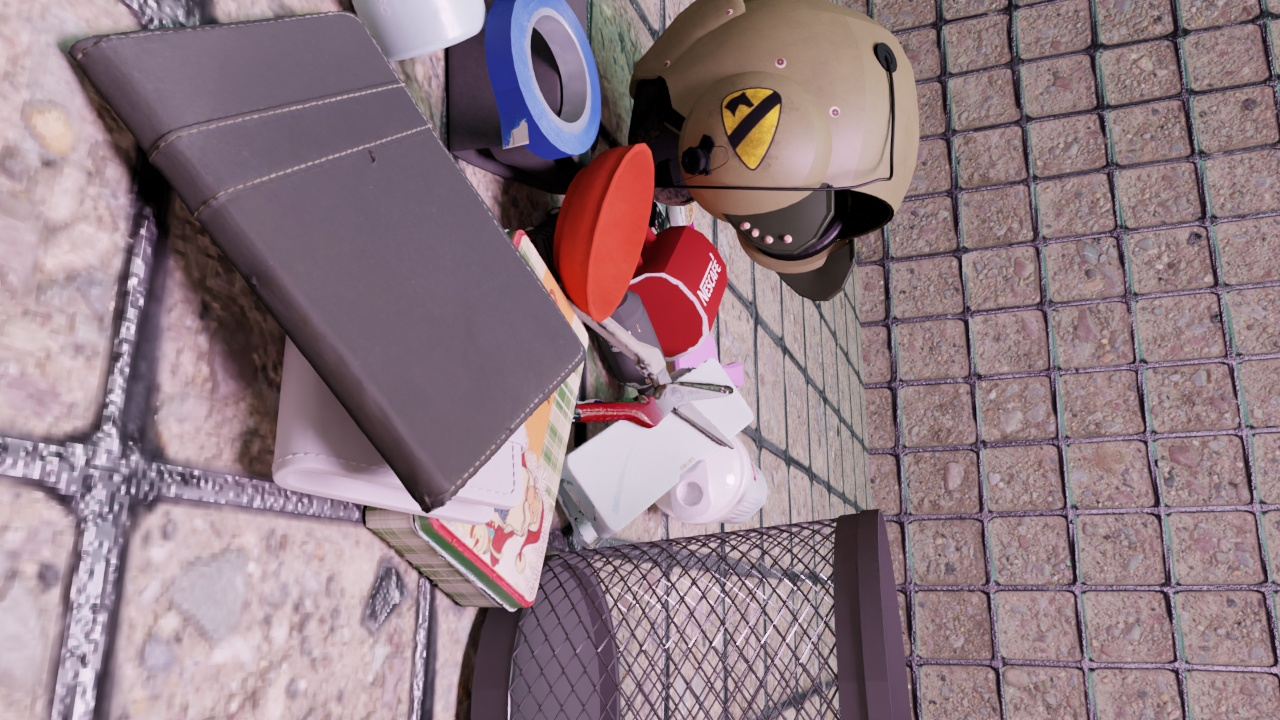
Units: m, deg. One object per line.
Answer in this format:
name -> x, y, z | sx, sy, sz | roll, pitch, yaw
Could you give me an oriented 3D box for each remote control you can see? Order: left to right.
remote control -> 0.014, -0.138, 0.907 | 0.028, 0.012, 0.124 | 52, 38, -57

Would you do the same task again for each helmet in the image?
helmet -> 0.092, -0.176, 0.743 | 0.250, 0.256, 0.232 | 20, 69, -69

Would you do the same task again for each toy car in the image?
toy car -> -0.056, -0.085, 0.661 | 0.092, 0.037, 0.040 | -55, 136, -61

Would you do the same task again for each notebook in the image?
notebook -> -0.113, -0.056, 0.405 | 0.209, 0.030, 0.169 | 58, 26, -10

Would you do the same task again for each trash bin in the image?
trash bin -> 0.042, 0.208, 0.561 | 0.217, 0.228, 0.217 | -6, 89, -74

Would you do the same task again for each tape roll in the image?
tape roll -> -0.052, -0.160, 0.512 | 0.092, 0.016, 0.091 | -19, 103, -63

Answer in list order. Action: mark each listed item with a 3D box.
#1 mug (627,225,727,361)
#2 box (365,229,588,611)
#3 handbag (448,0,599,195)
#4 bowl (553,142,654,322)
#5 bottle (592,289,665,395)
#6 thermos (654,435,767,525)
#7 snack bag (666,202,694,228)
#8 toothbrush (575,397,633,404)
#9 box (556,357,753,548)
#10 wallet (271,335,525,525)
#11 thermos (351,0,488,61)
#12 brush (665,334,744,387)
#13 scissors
mug -> 0.018, -0.072, 0.810 | 0.116, 0.081, 0.096 | 51, 32, -18
box -> -0.085, 0.031, 0.538 | 0.118, 0.050, 0.205 | 64, 28, -46
handbag -> -0.060, -0.207, 0.652 | 0.195, 0.072, 0.175 | 19, 68, -74
bowl -> -0.027, -0.089, 0.617 | 0.122, 0.035, 0.122 | 18, 89, -78
bottle -> -0.007, -0.010, 0.764 | 0.046, 0.047, 0.112 | -76, 152, -43
thermos -> 0.069, 0.114, 0.892 | 0.220, 0.099, 0.099 | 39, 49, -69
snack bag -> 0.031, -0.220, 0.968 | 0.070, 0.016, 0.197 | -55, 136, -59
toothbrush -> -0.036, 0.037, 0.719 | 0.186, 0.015, 0.016 | 9, 72, -69
box -> 0.011, 0.062, 0.709 | 0.198, 0.067, 0.083 | -35, 115, -46
wallet -> -0.109, 0.012, 0.431 | 0.118, 0.038, 0.115 | 20, 51, -39
thermos -> -0.137, -0.256, 0.440 | 0.077, 0.065, 0.207 | -56, 138, -47
brush -> 0.060, 0.015, 0.947 | 0.228, 0.043, 0.089 | 4, 82, -70
scissors -> -0.008, 0.010, 0.685 | 0.198, 0.015, 0.179 | -25, 85, -46
